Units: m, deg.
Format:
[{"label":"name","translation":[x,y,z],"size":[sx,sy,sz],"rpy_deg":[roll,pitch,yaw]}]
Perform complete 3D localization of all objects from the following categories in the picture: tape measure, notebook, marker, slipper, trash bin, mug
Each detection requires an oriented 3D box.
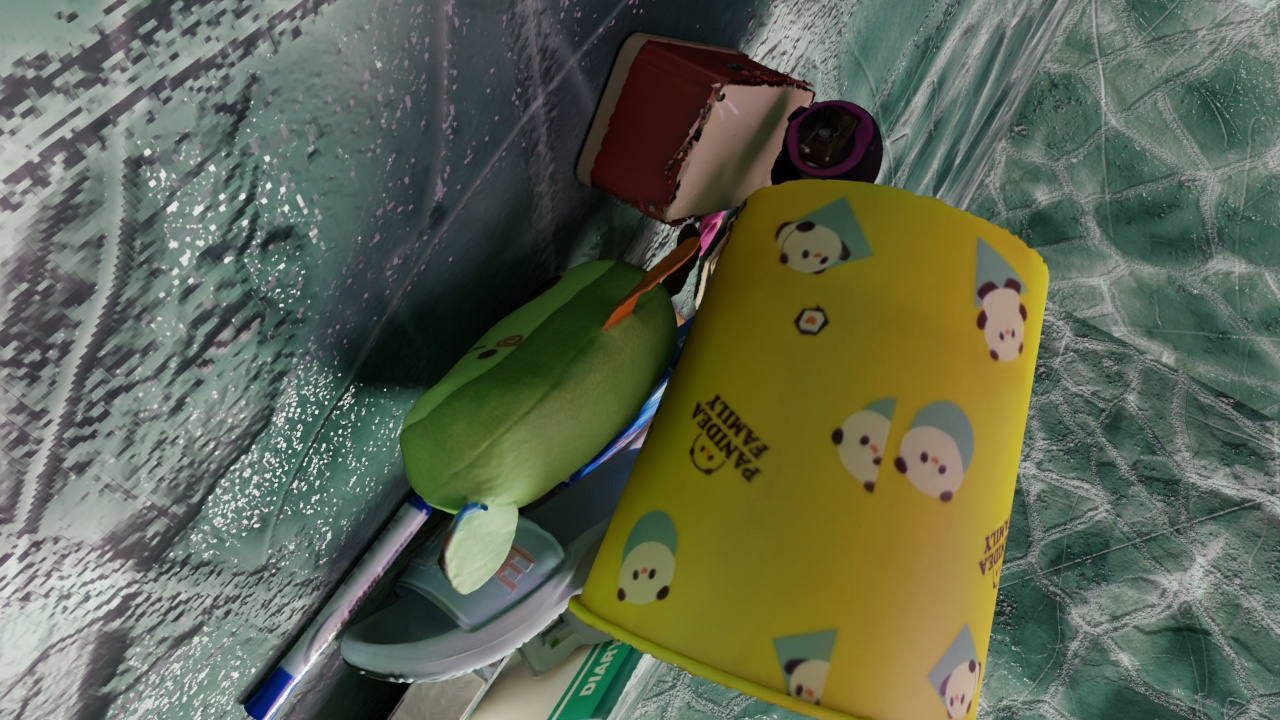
[{"label":"tape measure","translation":[0.108,-0.118,0.520],"size":[0.057,0.057,0.039],"rpy_deg":[-58,160,-10]},{"label":"notebook","translation":[-0.038,0.212,0.740],"size":[0.151,0.012,0.208],"rpy_deg":[-22,-161,37]},{"label":"marker","translation":[-0.165,0.135,0.512],"size":[0.145,0.017,0.017],"rpy_deg":[-54,163,-15]},{"label":"slipper","translation":[-0.076,0.115,0.582],"size":[0.244,0.104,0.074],"rpy_deg":[-32,109,-30]},{"label":"trash bin","translation":[0.108,0.053,0.524],"size":[0.229,0.230,0.255],"rpy_deg":[50,57,-73]},{"label":"mug","translation":[-0.056,0.161,0.698],"size":[0.123,0.103,0.084],"rpy_deg":[-34,-163,-25]}]

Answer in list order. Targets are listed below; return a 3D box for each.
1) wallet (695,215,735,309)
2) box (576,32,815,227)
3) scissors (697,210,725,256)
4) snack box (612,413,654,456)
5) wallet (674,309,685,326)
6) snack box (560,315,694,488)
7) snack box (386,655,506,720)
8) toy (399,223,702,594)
[{"label":"wallet","translation":[0.088,-0.103,0.809],"size":[0.115,0.024,0.087],"rpy_deg":[-50,167,-25]},{"label":"box","translation":[0.044,-0.129,0.533],"size":[0.168,0.077,0.091],"rpy_deg":[-27,145,-60]},{"label":"scissors","translation":[0.069,-0.130,0.715],"size":[0.133,0.017,0.057],"rpy_deg":[-57,179,-15]},{"label":"snack box","translation":[0.002,0.065,0.792],"size":[0.156,0.027,0.085],"rpy_deg":[-46,-169,-34]},{"label":"wallet","translation":[-0.004,0.004,0.743],"size":[0.115,0.020,0.101],"rpy_deg":[-55,165,0]},{"label":"snack box","translation":[-0.002,0.029,0.667],"size":[0.084,0.026,0.158],"rpy_deg":[-36,169,-48]},{"label":"snack box","translation":[-0.164,0.274,0.656],"size":[0.177,0.046,0.182],"rpy_deg":[-55,177,-7]},{"label":"toy","translation":[-0.043,0.008,0.489],"size":[0.228,0.090,0.246],"rpy_deg":[-46,180,30]}]
